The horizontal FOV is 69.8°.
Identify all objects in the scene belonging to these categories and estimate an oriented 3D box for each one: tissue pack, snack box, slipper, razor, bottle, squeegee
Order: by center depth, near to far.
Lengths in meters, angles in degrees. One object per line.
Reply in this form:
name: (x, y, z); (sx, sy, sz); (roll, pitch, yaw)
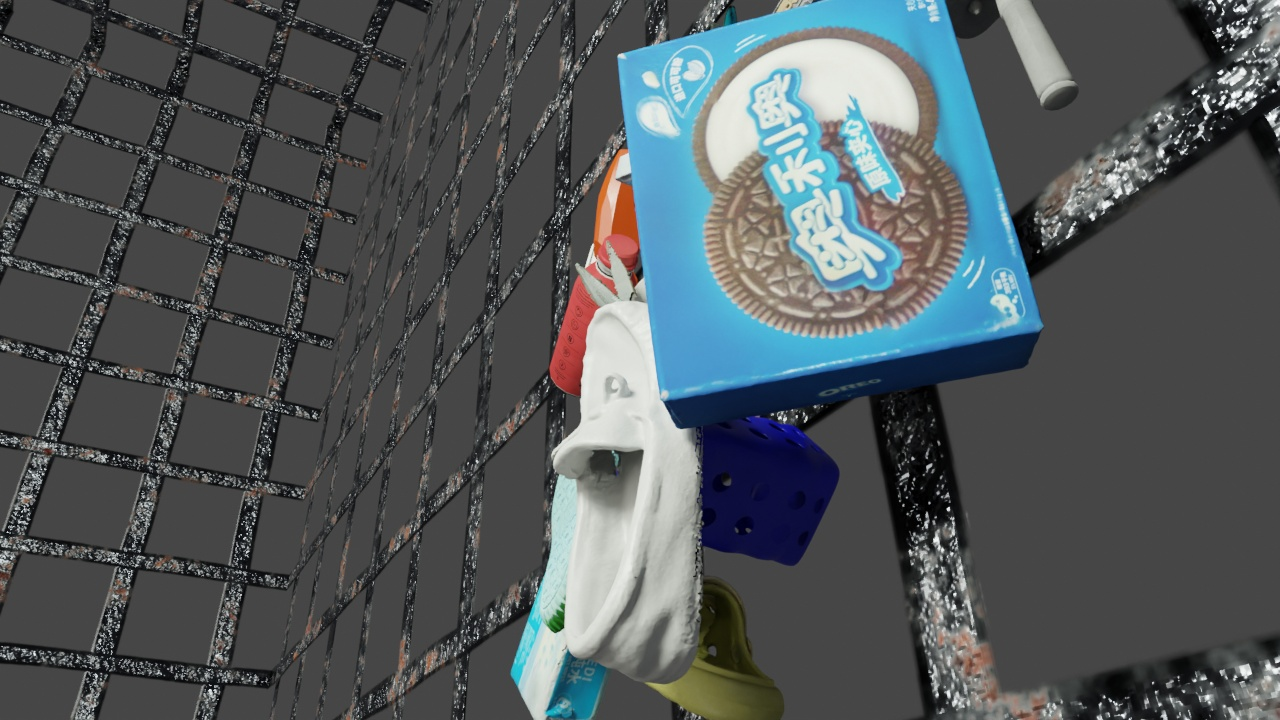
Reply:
snack box: (0.095, -0.093, 0.527); (0.056, 0.196, 0.238); (55, -154, -65)
razor: (0.222, -0.192, 0.528); (0.088, 0.047, 0.116); (-44, 46, 46)
slipper: (-0.013, 0.066, 0.553); (0.112, 0.074, 0.246); (-30, 46, 35)
slipper: (0.030, 0.187, 0.633); (0.191, 0.091, 0.081); (10, 82, 61)
slipper: (-0.034, 0.127, 0.801); (0.116, 0.069, 0.275); (-56, 14, 28)
tissue pack: (-0.060, 0.249, 0.804); (0.093, 0.061, 0.144); (31, 104, 62)
bottle: (-0.041, -0.044, 0.894); (0.062, 0.062, 0.177); (-102, 24, -44)
squeegee: (-0.022, -0.127, 0.951); (0.250, 0.055, 0.184); (-4, 80, 63)

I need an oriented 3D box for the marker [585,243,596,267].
marker: (-0.039, -0.162, 1.047); (0.017, 0.020, 0.133); (8, 83, 54)

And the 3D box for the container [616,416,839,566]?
container: (0.057, 0.078, 0.610); (0.085, 0.113, 0.084); (-67, 26, 13)

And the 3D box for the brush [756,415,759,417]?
brush: (0.026, 0.034, 0.663); (0.008, 0.143, 0.045); (-24, 62, 59)

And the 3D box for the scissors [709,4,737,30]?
scissors: (0.080, -0.280, 0.882); (0.139, 0.019, 0.129); (-67, 27, 19)

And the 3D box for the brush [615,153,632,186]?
brush: (0.038, -0.176, 0.840); (0.136, 0.075, 0.055); (0, 76, 64)

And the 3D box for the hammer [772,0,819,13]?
hammer: (0.161, -0.188, 0.648); (0.099, 0.044, 0.321); (-57, 33, 31)

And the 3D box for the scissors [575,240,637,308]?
scissors: (-0.008, 0.003, 0.753); (0.209, 0.015, 0.155); (45, 112, 24)

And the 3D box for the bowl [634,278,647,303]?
bowl: (0.001, -0.016, 0.820); (0.104, 0.054, 0.105); (-60, -6, -10)
